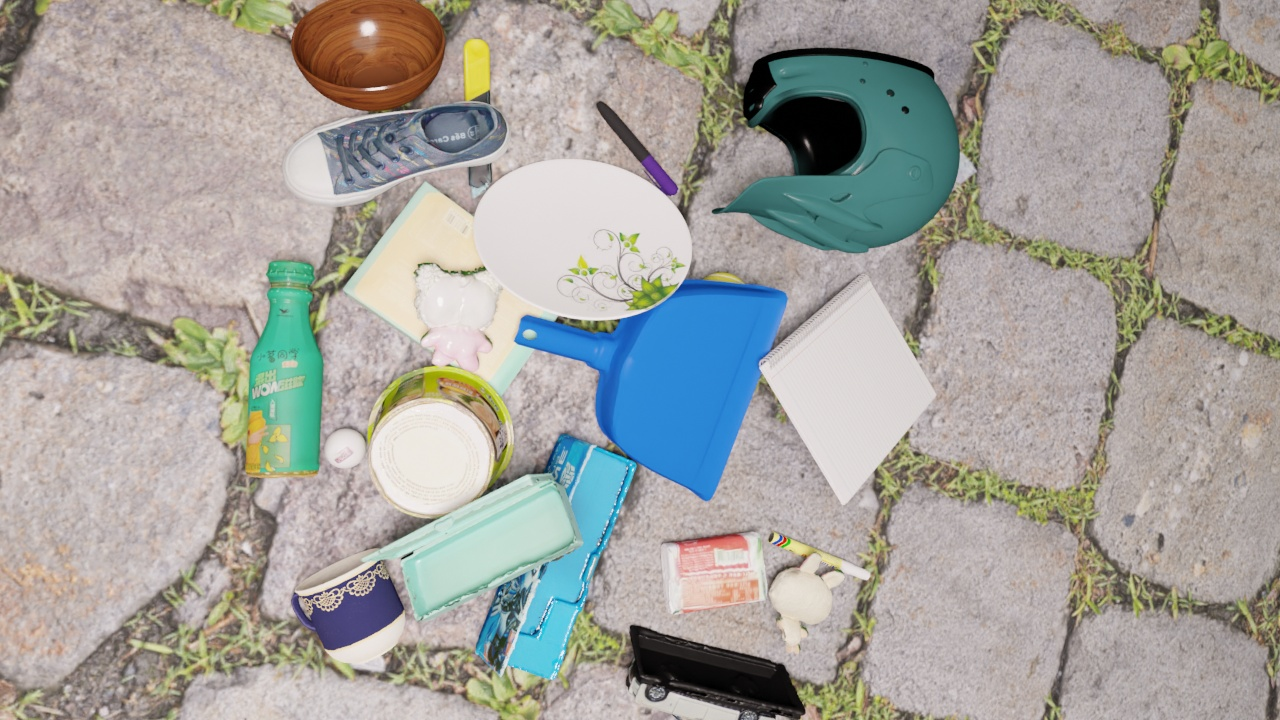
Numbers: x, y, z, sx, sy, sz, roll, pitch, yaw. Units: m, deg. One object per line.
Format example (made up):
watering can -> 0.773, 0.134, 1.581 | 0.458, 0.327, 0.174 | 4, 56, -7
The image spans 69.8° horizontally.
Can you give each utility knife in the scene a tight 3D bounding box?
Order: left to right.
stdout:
utility knife -> -0.175, -0.259, 0.987 | 0.028, 0.020, 0.172 | -1, 86, -8

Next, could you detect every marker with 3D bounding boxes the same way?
marker -> -0.005, -0.238, 1.037 | 0.018, 0.015, 0.134 | -40, 98, 13
marker -> 0.209, 0.229, 1.068 | 0.132, 0.014, 0.014 | 24, 80, -13

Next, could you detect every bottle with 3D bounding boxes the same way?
bottle -> -0.345, 0.008, 0.896 | 0.068, 0.068, 0.209 | 2, 86, -16

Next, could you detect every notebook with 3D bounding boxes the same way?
notebook -> 0.243, 0.022, 1.040 | 0.244, 0.013, 0.178 | -37, 97, -41

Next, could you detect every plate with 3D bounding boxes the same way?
plate -> -0.061, -0.124, 0.968 | 0.229, 0.030, 0.228 | 6, 53, -8

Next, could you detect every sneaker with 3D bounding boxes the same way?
sneaker -> -0.247, -0.220, 0.926 | 0.235, 0.079, 0.087 | -16, 89, -9

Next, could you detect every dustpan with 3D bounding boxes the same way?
dustpan -> -0.006, 0.005, 0.964 | 0.257, 0.059, 0.246 | 15, 102, -23

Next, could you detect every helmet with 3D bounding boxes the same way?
helmet -> 0.218, -0.218, 1.013 | 0.274, 0.177, 0.200 | 4, 83, -18

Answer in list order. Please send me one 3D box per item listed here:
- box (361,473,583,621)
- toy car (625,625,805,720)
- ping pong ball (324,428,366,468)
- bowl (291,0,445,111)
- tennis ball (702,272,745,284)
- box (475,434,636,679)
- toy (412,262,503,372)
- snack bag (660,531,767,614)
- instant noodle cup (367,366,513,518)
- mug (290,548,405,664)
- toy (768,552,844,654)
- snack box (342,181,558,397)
box -> -0.160, 0.171, 0.857 | 0.188, 0.093, 0.077 | -27, 64, 12
toy car -> 0.071, 0.360, 0.993 | 0.191, 0.094, 0.071 | 19, 102, -14
ping pong ball -> -0.296, 0.088, 0.920 | 0.040, 0.040, 0.040 | 1, 86, -16
bowl -> -0.270, -0.298, 0.929 | 0.147, 0.069, 0.147 | 2, 57, -4
tennis ball -> 0.091, -0.066, 1.026 | 0.065, 0.065, 0.065 | 1, 86, -16
box -> -0.079, 0.203, 0.935 | 0.094, 0.115, 0.243 | 23, 81, -14
toy -> -0.184, -0.043, 0.913 | 0.095, 0.041, 0.109 | 2, 89, -28
snack bag -> 0.081, 0.235, 1.020 | 0.115, 0.036, 0.077 | -4, 88, -16
instant noodle cup -> -0.200, 0.084, 0.899 | 0.146, 0.098, 0.146 | -1, 101, -4
mug -> -0.288, 0.248, 0.898 | 0.112, 0.085, 0.089 | -20, 96, 19
toy -> 0.182, 0.270, 1.036 | 0.087, 0.050, 0.112 | 30, 90, -30
snack box -> -0.187, -0.071, 0.959 | 0.193, 0.044, 0.141 | 36, 79, -11
